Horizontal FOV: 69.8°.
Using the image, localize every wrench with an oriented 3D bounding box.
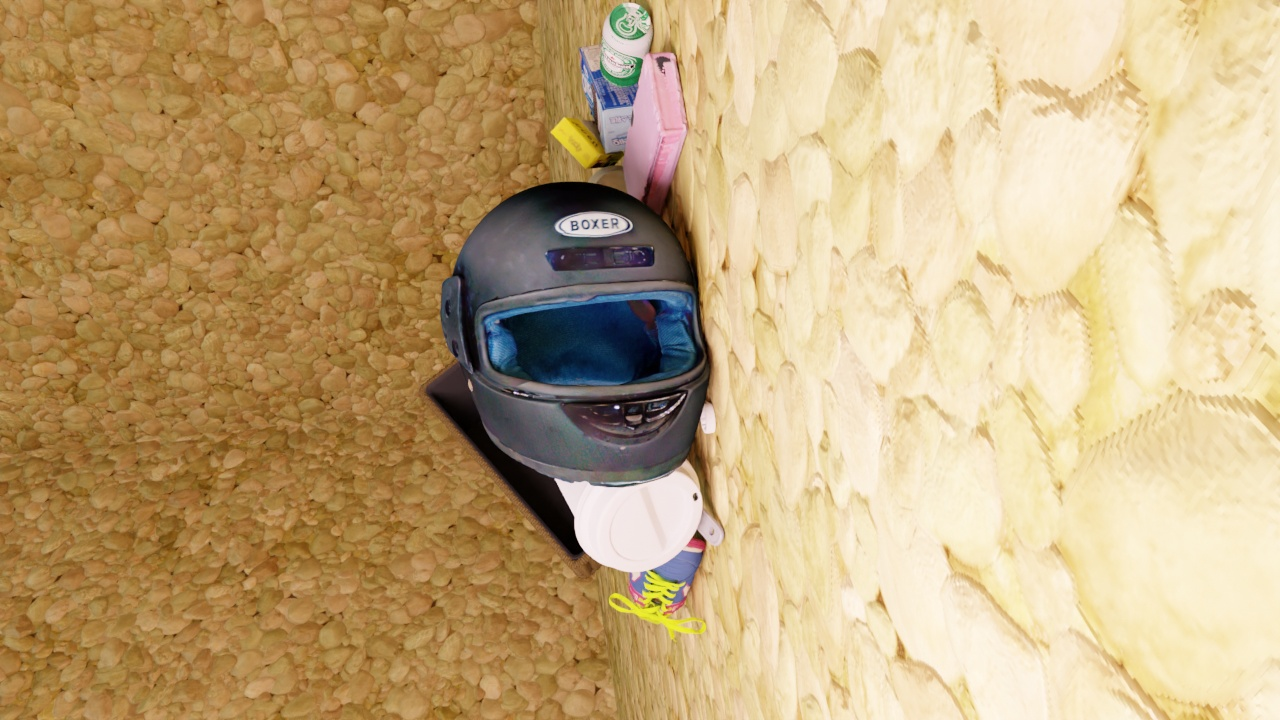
[{"bbox_3d":[0.045,-0.004,0.995,0.273,0.009,0.047,-109,15,-58],"label":"wrench"}]

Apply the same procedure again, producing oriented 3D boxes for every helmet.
[{"bbox_3d":[-0.059,-0.047,0.871,0.316,0.248,0.236,-135,43,-66],"label":"helmet"}]

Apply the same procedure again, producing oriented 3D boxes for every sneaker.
[{"bbox_3d":[0.028,0.254,1.047,0.242,0.116,0.091,91,-162,-66],"label":"sneaker"}]

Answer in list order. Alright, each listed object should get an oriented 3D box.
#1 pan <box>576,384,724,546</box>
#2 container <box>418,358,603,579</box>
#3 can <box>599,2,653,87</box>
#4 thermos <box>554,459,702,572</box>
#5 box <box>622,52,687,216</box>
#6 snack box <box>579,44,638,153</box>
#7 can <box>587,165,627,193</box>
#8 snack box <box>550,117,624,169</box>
[{"bbox_3d":[-0.004,0.095,1.031,0.356,0.050,0.201,40,115,43],"label":"pan"},{"bbox_3d":[-0.118,0.132,1.252,0.321,0.176,0.205,45,164,19],"label":"container"},{"bbox_3d":[-0.016,-0.341,0.998,0.101,0.053,0.053,117,146,-77],"label":"can"},{"bbox_3d":[-0.039,0.110,0.954,0.222,0.131,0.132,42,141,54],"label":"thermos"},{"bbox_3d":[0.011,-0.222,0.961,0.233,0.037,0.098,118,146,-76],"label":"box"},{"bbox_3d":[-0.034,-0.329,1.135,0.226,0.059,0.059,-106,8,-51],"label":"snack box"},{"bbox_3d":[-0.037,-0.194,1.178,0.146,0.079,0.079,151,113,-82],"label":"can"},{"bbox_3d":[-0.061,-0.264,1.118,0.061,0.026,0.148,47,-164,-2],"label":"snack box"}]
